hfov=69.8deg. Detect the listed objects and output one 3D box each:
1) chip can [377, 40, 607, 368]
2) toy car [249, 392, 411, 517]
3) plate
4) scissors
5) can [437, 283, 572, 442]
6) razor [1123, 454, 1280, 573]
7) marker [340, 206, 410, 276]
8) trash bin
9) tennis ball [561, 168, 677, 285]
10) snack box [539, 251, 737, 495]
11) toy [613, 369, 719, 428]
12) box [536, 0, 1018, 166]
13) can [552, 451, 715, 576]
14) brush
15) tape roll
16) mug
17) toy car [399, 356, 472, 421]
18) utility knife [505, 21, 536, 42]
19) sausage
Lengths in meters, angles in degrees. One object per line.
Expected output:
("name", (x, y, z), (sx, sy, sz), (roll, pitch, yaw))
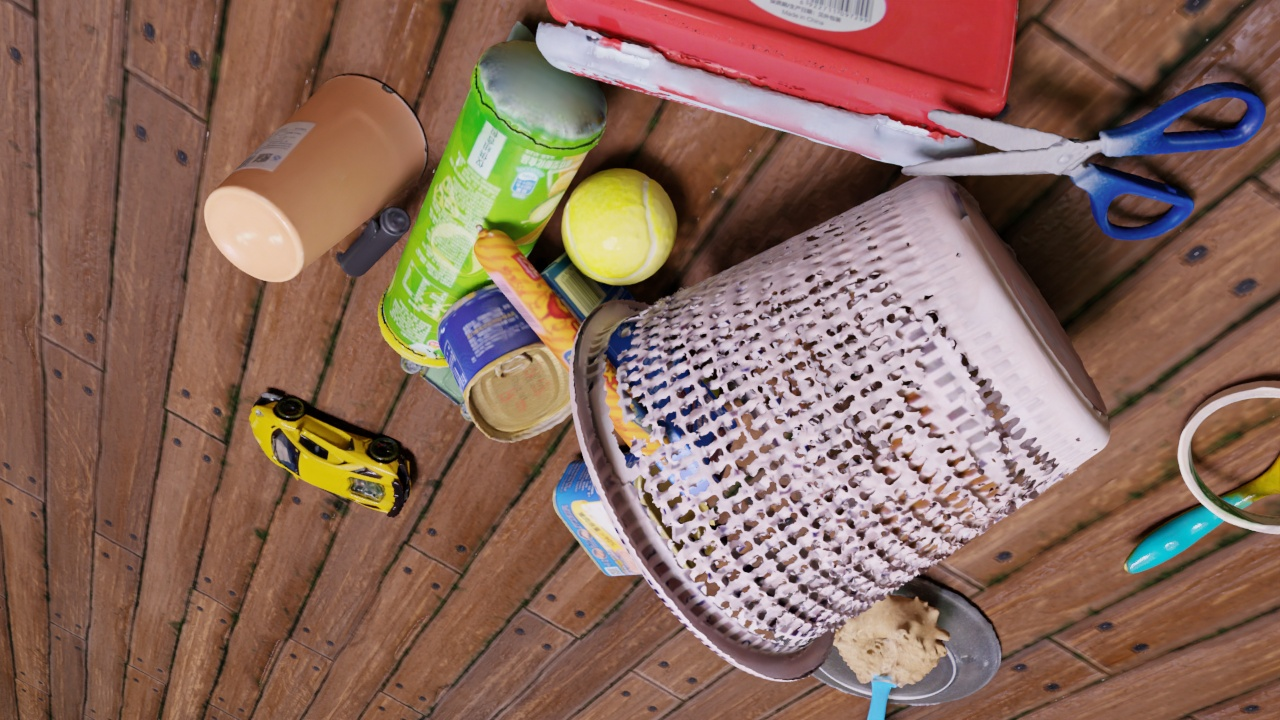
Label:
("chip can", (-0.092, -0.081, 0.529), (0.072, 0.072, 0.222), (33, 138, -7))
("toy car", (-0.264, 0.082, 0.776), (0.156, 0.041, 0.071), (25, 134, 2))
("plate", (0.190, 0.228, 0.725), (0.179, 0.024, 0.180), (12, 132, 13))
("scissors", (0.192, -0.083, 0.408), (0.171, 0.012, 0.141), (-20, 140, 5))
("can", (-0.080, 0.004, 0.577), (0.049, 0.074, 0.148), (61, 173, 18))
("razor", (0.341, 0.090, 0.537), (0.043, 0.028, 0.133), (46, 129, 7))
("marker", (-0.169, -0.072, 0.575), (0.132, 0.022, 0.020), (-10, 102, 63))
("trash bin", (0.108, 0.019, 0.465), (0.193, 0.226, 0.227), (-34, 111, 26))
("tennis ball", (-0.012, -0.075, 0.516), (0.065, 0.065, 0.066), (12, 133, 13))
("snack box", (-0.003, 0.003, 0.548), (0.026, 0.084, 0.157), (-36, 100, 23))
("toy", (0.003, 0.024, 0.618), (0.100, 0.031, 0.097), (5, 121, 12))
("box", (0.055, -0.137, 0.419), (0.201, 0.095, 0.099), (14, 164, -6))
("can", (-0.004, 0.114, 0.685), (0.083, 0.057, 0.102), (-12, 123, 34))
("brush", (0.181, 0.265, 0.706), (0.083, 0.045, 0.255), (6, 127, 13))
("tape roll", (0.340, 0.053, 0.494), (0.086, 0.013, 0.086), (17, 120, 32))
("mug", (-0.186, -0.103, 0.524), (0.078, 0.122, 0.078), (12, 132, 13))
("toy car", (-0.135, 0.008, 0.654), (0.091, 0.043, 0.036), (44, 89, -9))
("utility knife", (-0.092, -0.129, 0.538), (0.029, 0.013, 0.165), (30, 137, -12))
("sausage", (-0.036, -0.006, 0.492), (0.022, 0.021, 0.165), (-30, 104, 39))
